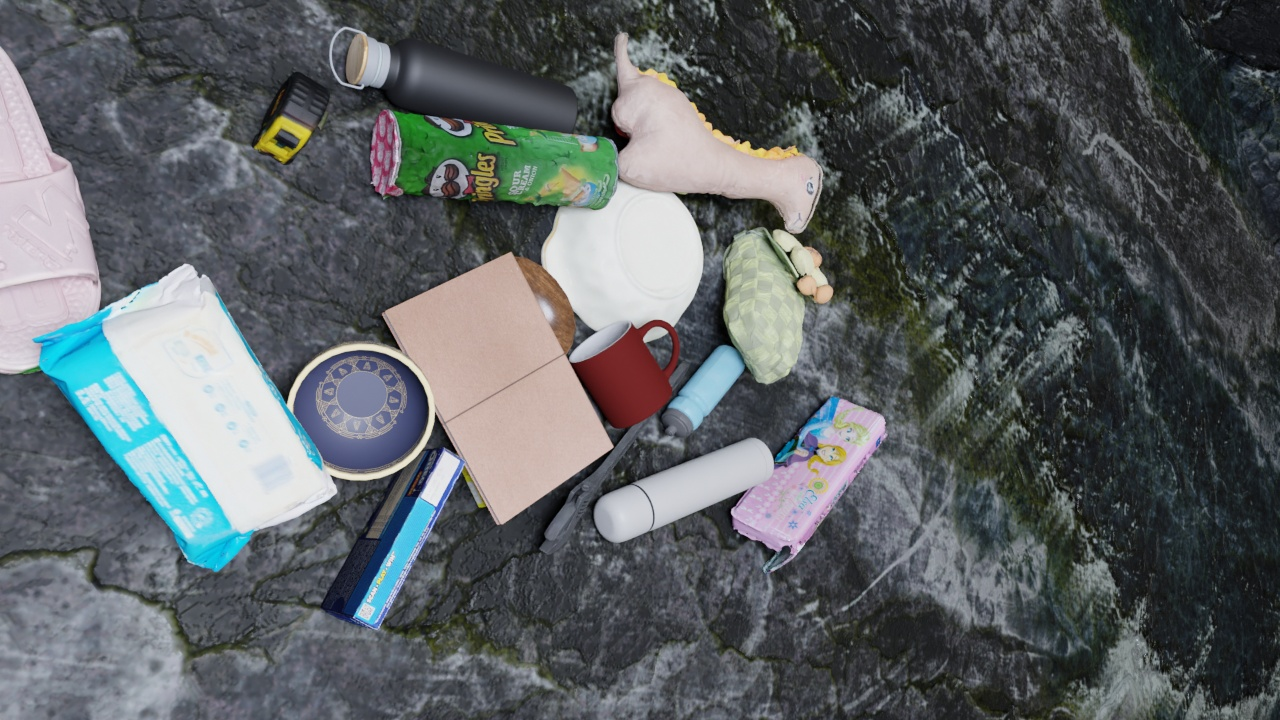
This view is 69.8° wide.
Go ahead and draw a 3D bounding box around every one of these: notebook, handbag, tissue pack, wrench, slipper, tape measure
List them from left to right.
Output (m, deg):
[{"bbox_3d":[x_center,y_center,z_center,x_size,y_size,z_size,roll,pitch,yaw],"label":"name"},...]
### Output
[{"bbox_3d":[-0.429,-0.111,0.615,0.094,0.065,0.239,-18,94,-38],"label":"slipper"},{"bbox_3d":[-0.312,0.046,0.653,0.117,0.066,0.209,-29,115,-13],"label":"tissue pack"},{"bbox_3d":[-0.278,-0.200,0.746,0.038,0.063,0.067,29,66,-33],"label":"tape measure"},{"bbox_3d":[-0.122,0.021,0.830,0.141,0.008,0.209,-32,99,-36],"label":"notebook"},{"bbox_3d":[-0.020,0.090,0.925,0.018,0.073,0.272,32,53,11],"label":"wrench"},{"bbox_3d":[0.157,-0.069,1.025,0.113,0.117,0.186,46,34,-29],"label":"handbag"}]

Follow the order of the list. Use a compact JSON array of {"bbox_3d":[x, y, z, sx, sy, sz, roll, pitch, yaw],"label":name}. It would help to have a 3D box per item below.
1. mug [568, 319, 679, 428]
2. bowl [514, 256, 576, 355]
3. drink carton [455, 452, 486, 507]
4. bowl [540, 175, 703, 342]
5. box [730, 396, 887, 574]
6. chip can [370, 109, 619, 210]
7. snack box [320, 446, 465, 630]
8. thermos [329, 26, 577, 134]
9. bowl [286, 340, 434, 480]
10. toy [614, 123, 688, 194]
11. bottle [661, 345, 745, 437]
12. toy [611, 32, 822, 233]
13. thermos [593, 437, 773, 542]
[{"bbox_3d":[-0.006,0.005,0.917,0.105,0.073,0.082,-33,107,-2],"label":"mug"},{"bbox_3d":[-0.116,-0.042,0.877,0.114,0.026,0.101,50,57,-21],"label":"bowl"},{"bbox_3d":[-0.104,0.082,0.863,0.134,0.043,0.058,-29,97,-37],"label":"drink carton"},{"bbox_3d":[0.002,-0.114,0.959,0.218,0.060,0.188,-18,96,-39],"label":"bowl"},{"bbox_3d":[0.203,0.152,1.089,0.229,0.085,0.097,-43,142,-34],"label":"box"},{"bbox_3d":[-0.127,-0.179,0.840,0.222,0.076,0.075,-2,86,-32],"label":"chip can"},{"bbox_3d":[-0.202,0.143,0.752,0.027,0.082,0.150,37,64,-27],"label":"snack box"},{"bbox_3d":[-0.169,-0.250,0.838,0.231,0.061,0.061,5,81,-38],"label":"thermos"},{"bbox_3d":[-0.228,0.034,0.750,0.112,0.061,0.112,-4,106,-16],"label":"bowl"},{"bbox_3d":[0.030,-0.237,1.004,0.135,0.045,0.091,30,71,-30],"label":"toy"},{"bbox_3d":[0.067,0.036,1.003,0.129,0.040,0.040,-48,113,-32],"label":"bottle"},{"bbox_3d":[0.088,-0.235,0.972,0.263,0.065,0.196,-3,89,-30],"label":"toy"},{"bbox_3d":[0.048,0.135,0.968,0.223,0.052,0.052,-15,94,-38],"label":"thermos"}]
